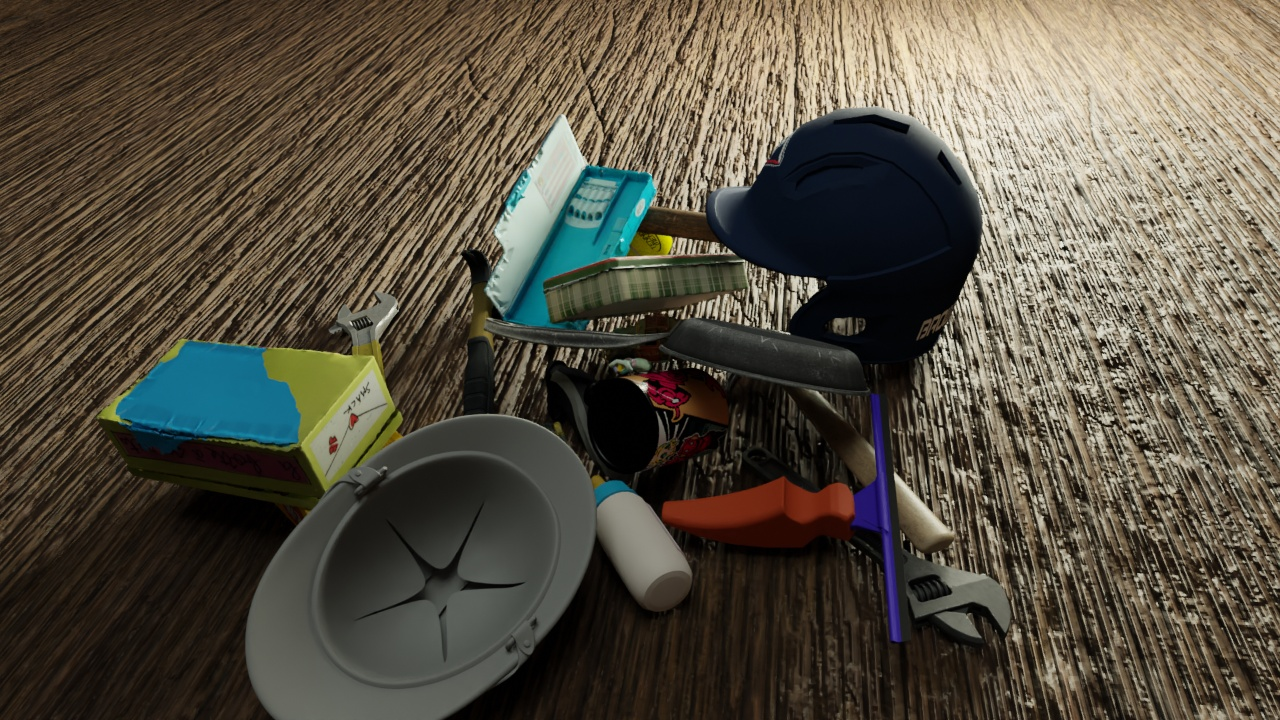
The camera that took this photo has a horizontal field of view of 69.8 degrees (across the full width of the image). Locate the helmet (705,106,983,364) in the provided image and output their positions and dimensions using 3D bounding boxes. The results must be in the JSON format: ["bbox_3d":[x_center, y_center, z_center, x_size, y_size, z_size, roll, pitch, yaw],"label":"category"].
[{"bbox_3d":[0.201,-0.144,0.922,0.272,0.223,0.231,12,31,16],"label":"helmet"}]

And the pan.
[{"bbox_3d":[0.028,-0.015,0.825,0.357,0.055,0.187,13,6,12],"label":"pan"}]

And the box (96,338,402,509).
[{"bbox_3d":[-0.339,0.051,0.799,0.221,0.081,0.124,3,40,19],"label":"box"}]

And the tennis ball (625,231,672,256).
[{"bbox_3d":[0.006,-0.150,1.131,0.065,0.065,0.065,-5,36,3],"label":"tennis ball"}]

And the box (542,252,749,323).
[{"bbox_3d":[0.009,-0.078,0.951,0.205,0.049,0.118,-10,-3,-43],"label":"box"}]

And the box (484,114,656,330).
[{"bbox_3d":[-0.080,-0.146,0.996,0.098,0.121,0.226,12,63,27],"label":"box"}]

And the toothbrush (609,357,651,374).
[{"bbox_3d":[-0.005,0.005,0.890,0.022,0.015,0.154,15,2,9],"label":"toothbrush"}]

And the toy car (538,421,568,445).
[{"bbox_3d":[-0.084,0.093,0.840,0.049,0.030,0.107,-16,34,-15],"label":"toy car"}]

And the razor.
[{"bbox_3d":[-0.044,0.059,0.864,0.060,0.057,0.156,-53,43,8],"label":"razor"}]

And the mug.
[{"bbox_3d":[0.003,0.045,0.817,0.118,0.082,0.098,27,22,38],"label":"mug"}]

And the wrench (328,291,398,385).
[{"bbox_3d":[-0.300,-0.003,1.021,0.083,0.018,0.273,-16,36,-12],"label":"wrench"}]

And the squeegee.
[{"bbox_3d":[0.109,0.123,0.734,0.185,0.055,0.248,-3,39,12],"label":"squeegee"}]

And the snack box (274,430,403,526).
[{"bbox_3d":[-0.295,0.089,0.854,0.109,0.062,0.230,-33,43,-31],"label":"snack box"}]

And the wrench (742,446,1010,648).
[{"bbox_3d":[0.177,0.139,0.742,0.073,0.018,0.273,-26,38,-25],"label":"wrench"}]

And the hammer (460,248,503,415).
[{"bbox_3d":[-0.161,0.005,0.922,0.025,0.118,0.332,-12,41,2],"label":"hammer"}]

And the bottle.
[{"bbox_3d":[-0.009,0.138,0.744,0.051,0.051,0.146,-20,37,-17],"label":"bottle"}]

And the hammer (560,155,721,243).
[{"bbox_3d":[-0.016,-0.136,1.065,0.301,0.037,0.217,13,63,28],"label":"hammer"}]

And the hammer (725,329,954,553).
[{"bbox_3d":[0.176,0.063,0.835,0.119,0.031,0.331,-17,36,-11],"label":"hammer"}]

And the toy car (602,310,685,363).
[{"bbox_3d":[0.013,-0.026,0.974,0.112,0.047,0.047,-5,39,4],"label":"toy car"}]

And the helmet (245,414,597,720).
[{"bbox_3d":[-0.156,0.167,0.685,0.183,0.118,0.270,42,61,10],"label":"helmet"}]
